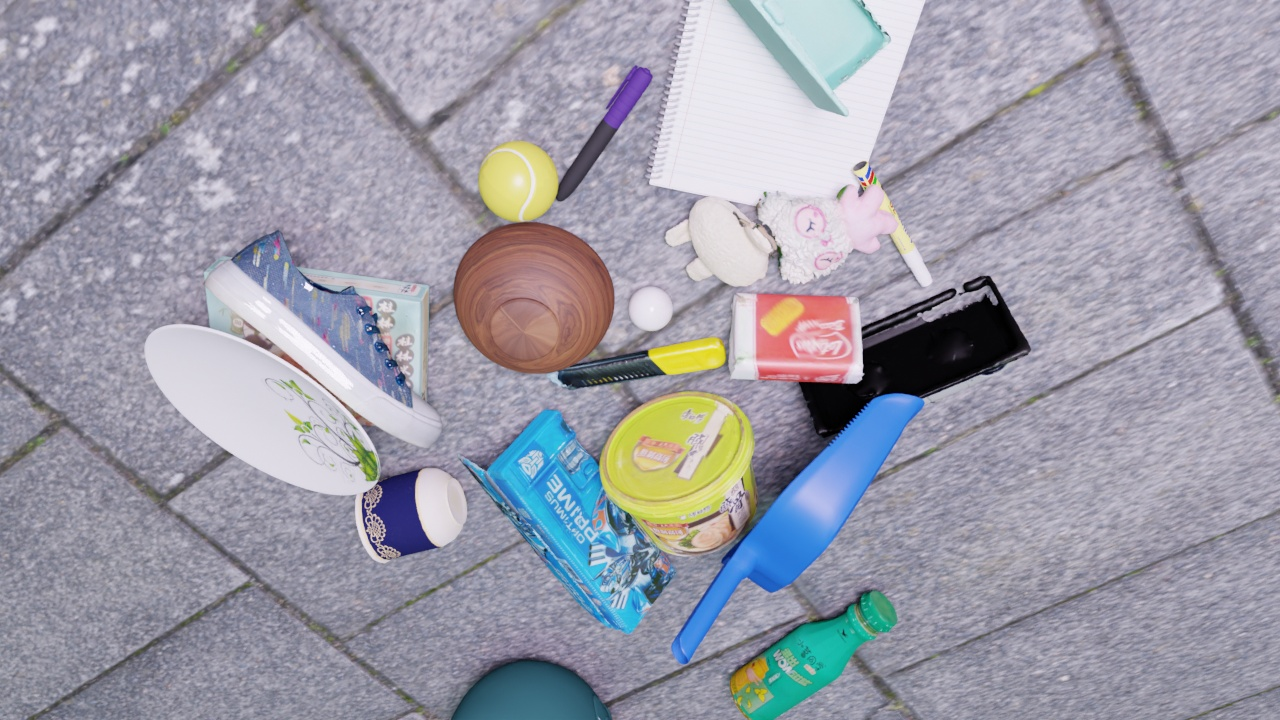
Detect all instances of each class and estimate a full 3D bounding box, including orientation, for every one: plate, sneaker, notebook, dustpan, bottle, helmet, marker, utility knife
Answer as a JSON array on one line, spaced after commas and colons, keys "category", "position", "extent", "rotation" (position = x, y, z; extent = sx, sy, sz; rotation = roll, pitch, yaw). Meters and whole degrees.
[{"category": "plate", "position": [-0.331, 0.040, 0.824], "extent": [0.229, 0.030, 0.230], "rotation": [16, 142, 12]}, {"category": "sneaker", "position": [-0.250, -0.016, 0.786], "extent": [0.235, 0.087, 0.079], "rotation": [44, 80, -24]}, {"category": "notebook", "position": [0.115, -0.236, 0.717], "extent": [0.178, 0.013, 0.246], "rotation": [11, 121, -5]}, {"category": "dustpan", "position": [0.118, 0.161, 0.791], "extent": [0.059, 0.256, 0.246], "rotation": [35, 150, 8]}, {"category": "bottle", "position": [0.194, 0.330, 1.027], "extent": [0.068, 0.068, 0.210], "rotation": [37, 116, -18]}, {"category": "helmet", "position": [-0.107, 0.473, 1.052], "extent": [0.177, 0.199, 0.275], "rotation": [-14, 105, 29]}, {"category": "marker", "position": [0.216, -0.114, 0.781], "extent": [0.014, 0.014, 0.132], "rotation": [-29, 120, 19]}, {"category": "marker", "position": [-0.033, -0.184, 0.755], "extent": [0.018, 0.015, 0.134], "rotation": [44, 117, 9]}, {"category": "utility knife", "position": [-0.005, 0.005, 0.867], "extent": [0.173, 0.020, 0.029], "rotation": [-10, 119, 8]}]

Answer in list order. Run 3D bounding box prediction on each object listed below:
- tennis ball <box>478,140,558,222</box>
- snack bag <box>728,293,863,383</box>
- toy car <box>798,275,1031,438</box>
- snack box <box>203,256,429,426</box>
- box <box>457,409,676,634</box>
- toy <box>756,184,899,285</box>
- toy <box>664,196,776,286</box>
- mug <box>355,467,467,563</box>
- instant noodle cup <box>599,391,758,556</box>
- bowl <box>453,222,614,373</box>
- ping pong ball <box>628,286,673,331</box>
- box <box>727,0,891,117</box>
[{"category": "tennis ball", "position": [-0.100, -0.146, 0.751], "extent": [0.065, 0.065, 0.065], "rotation": [1, 121, 2]}, {"category": "snack bag", "position": [0.137, -0.020, 0.811], "extent": [0.116, 0.077, 0.036], "rotation": [2, 157, 2]}, {"category": "toy car", "position": [0.245, 0.009, 0.830], "extent": [0.192, 0.094, 0.071], "rotation": [-26, 142, 16]}, {"category": "snack box", "position": [-0.297, -0.014, 0.856], "extent": [0.193, 0.044, 0.142], "rotation": [8, 120, -1]}, {"category": "box", "position": [-0.079, 0.167, 0.960], "extent": [0.115, 0.093, 0.243], "rotation": [3, 133, 51]}, {"category": "toy", "position": [0.158, -0.109, 0.766], "extent": [0.109, 0.041, 0.096], "rotation": [-16, 133, 19]}, {"category": "toy", "position": [0.075, -0.100, 0.777], "extent": [0.113, 0.050, 0.087], "rotation": [-16, 121, 42]}, {"category": "mug", "position": [-0.224, 0.158, 0.943], "extent": [0.089, 0.085, 0.112], "rotation": [-15, 155, 9]}, {"category": "instant noodle cup", "position": [0.044, 0.110, 0.862], "extent": [0.146, 0.146, 0.098], "rotation": [-15, 130, 11]}, {"category": "bowl", "position": [-0.098, -0.042, 0.814], "extent": [0.147, 0.068, 0.147], "rotation": [1, 122, 2]}, {"category": "ping pong ball", "position": [0.009, -0.046, 0.822], "extent": [0.040, 0.040, 0.040], "rotation": [1, 121, 2]}, {"category": "box", "position": [0.100, -0.260, 0.641], "extent": [0.077, 0.092, 0.188], "rotation": [-37, 115, 21]}]
